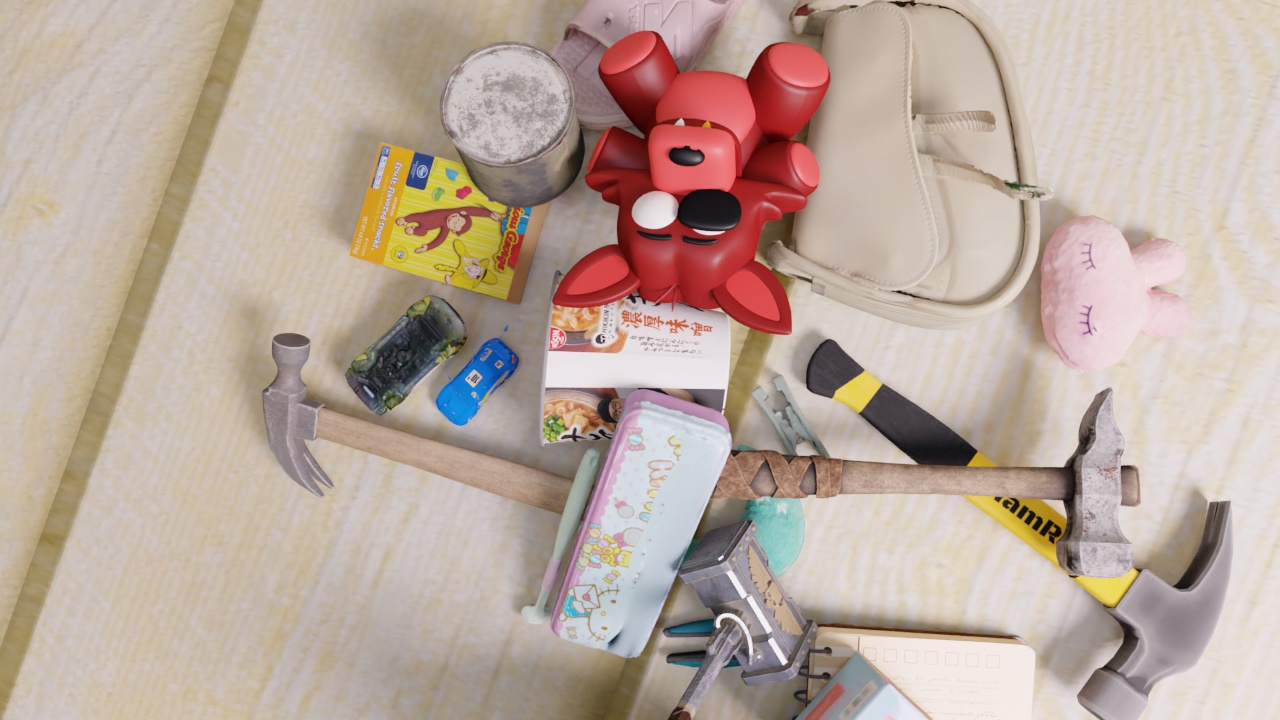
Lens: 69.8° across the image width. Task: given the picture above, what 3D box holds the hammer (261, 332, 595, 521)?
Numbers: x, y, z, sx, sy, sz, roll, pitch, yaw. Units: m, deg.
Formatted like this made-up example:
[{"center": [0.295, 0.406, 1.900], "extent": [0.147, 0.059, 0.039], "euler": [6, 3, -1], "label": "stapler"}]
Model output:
[{"center": [-0.126, 0.078, 0.686], "extent": [0.331, 0.030, 0.119], "euler": [15, 113, 4], "label": "hammer"}]

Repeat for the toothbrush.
[{"center": [-0.056, 0.129, 0.668], "extent": [0.022, 0.015, 0.155], "euler": [12, 113, -21], "label": "toothbrush"}]

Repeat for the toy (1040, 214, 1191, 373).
[{"center": [0.329, -0.048, 0.636], "extent": [0.105, 0.053, 0.108], "euler": [-5, 86, -8], "label": "toy"}]

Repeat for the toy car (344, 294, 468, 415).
[{"center": [-0.176, -0.005, 0.701], "extent": [0.105, 0.033, 0.048], "euler": [-41, 88, 14], "label": "toy car"}]

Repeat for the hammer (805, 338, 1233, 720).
[{"center": [0.254, 0.091, 0.645], "extent": [0.324, 0.034, 0.169], "euler": [38, 85, 10], "label": "hammer"}]

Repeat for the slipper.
[{"center": [0.022, -0.270, 0.672], "extent": [0.094, 0.064, 0.239], "euler": [42, 92, 6], "label": "slipper"}]

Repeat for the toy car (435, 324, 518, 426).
[{"center": [-0.122, 0.009, 0.681], "extent": [0.033, 0.062, 0.092], "euler": [43, 93, 6], "label": "toy car"}]

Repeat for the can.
[{"center": [-0.086, -0.162, 0.639], "extent": [0.090, 0.074, 0.089], "euler": [-1, 78, 2], "label": "can"}]

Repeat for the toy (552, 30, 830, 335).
[{"center": [0.036, -0.117, 0.604], "extent": [0.158, 0.121, 0.196], "euler": [9, 65, 9], "label": "toy"}]

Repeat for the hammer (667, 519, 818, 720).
[{"center": [0.013, 0.217, 0.517], "extent": [0.044, 0.321, 0.098], "euler": [-25, 99, 36], "label": "hammer"}]

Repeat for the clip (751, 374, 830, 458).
[{"center": [0.111, 0.048, 0.672], "extent": [0.044, 0.023, 0.076], "euler": [-32, 83, 7], "label": "clip"}]

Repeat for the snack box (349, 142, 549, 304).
[{"center": [-0.144, -0.103, 0.698], "extent": [0.126, 0.040, 0.088], "euler": [16, 90, 7], "label": "snack box"}]

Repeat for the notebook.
[{"center": [0.187, 0.305, 0.645], "extent": [0.167, 0.024, 0.225], "euler": [4, 89, -1], "label": "notebook"}]

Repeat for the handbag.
[{"center": [0.179, -0.142, 0.622], "extent": [0.184, 0.132, 0.229], "euler": [7, 87, 14], "label": "handbag"}]

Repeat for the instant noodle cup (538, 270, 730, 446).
[{"center": [-0.004, 0.004, 0.646], "extent": [0.122, 0.123, 0.123], "euler": [5, 89, -2], "label": "instant noodle cup"}]

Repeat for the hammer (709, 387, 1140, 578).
[{"center": [0.165, 0.078, 0.622], "extent": [0.319, 0.049, 0.121], "euler": [0, 79, 11], "label": "hammer"}]

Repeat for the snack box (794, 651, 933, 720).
[{"center": [0.153, 0.262, 0.593], "extent": [0.095, 0.079, 0.093], "euler": [42, 88, 2], "label": "snack box"}]

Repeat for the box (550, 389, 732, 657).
[{"center": [-0.004, 0.119, 0.628], "extent": [0.076, 0.033, 0.215], "euler": [18, 120, -2], "label": "box"}]

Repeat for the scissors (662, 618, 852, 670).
[{"center": [0.090, 0.199, 0.672], "extent": [0.136, 0.019, 0.138], "euler": [-45, 84, 5], "label": "scissors"}]

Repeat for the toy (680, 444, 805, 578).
[{"center": [0.075, 0.123, 0.671], "extent": [0.085, 0.033, 0.105], "euler": [41, 94, 17], "label": "toy"}]
